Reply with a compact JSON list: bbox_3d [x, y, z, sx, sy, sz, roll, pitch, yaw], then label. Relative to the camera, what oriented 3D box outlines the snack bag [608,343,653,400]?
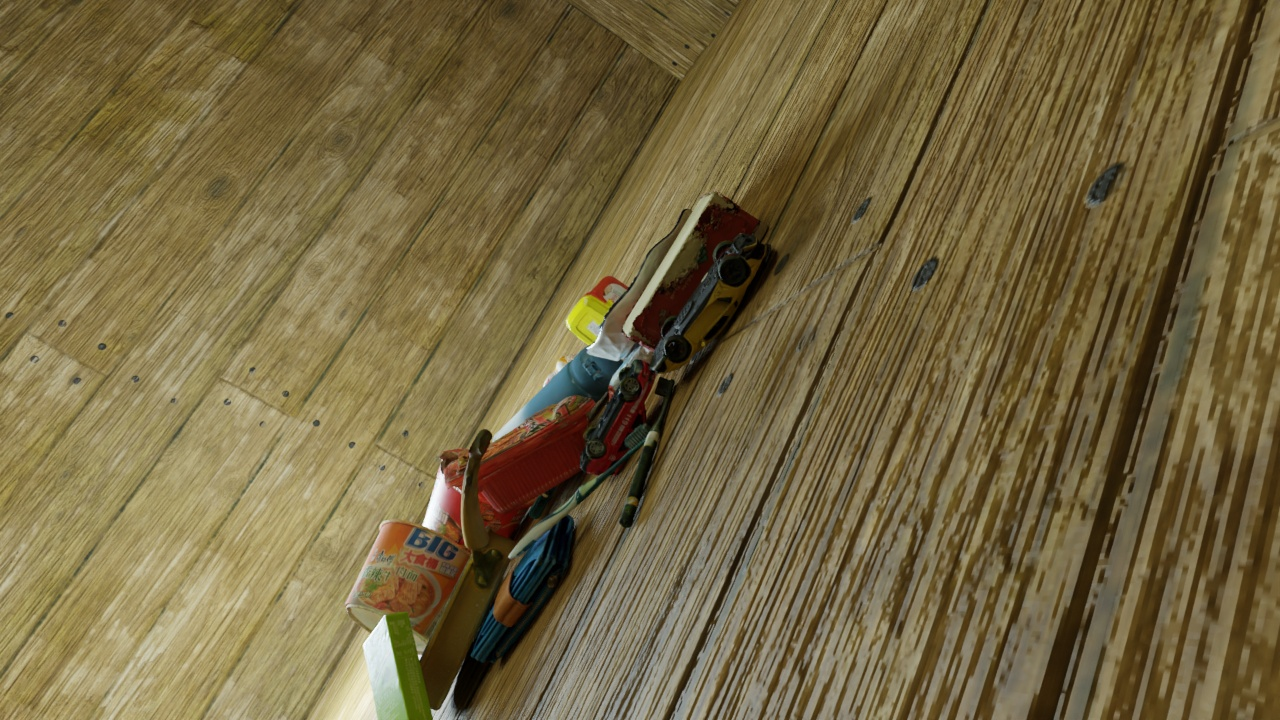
[{"bbox_3d":[-0.006,0.006,1.029,0.105,0.026,0.045,-53,2,22],"label":"snack bag"}]

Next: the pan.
[{"bbox_3d":[-0.178,0.209,0.935,0.197,0.078,0.358,-69,5,-55],"label":"pan"}]

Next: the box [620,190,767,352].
[{"bbox_3d":[0.044,-0.085,0.912,0.168,0.078,0.091,-58,9,3],"label":"box"}]

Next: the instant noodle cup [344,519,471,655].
[{"bbox_3d":[-0.277,0.280,1.115,0.152,0.151,0.111,-44,16,55],"label":"instant noodle cup"}]

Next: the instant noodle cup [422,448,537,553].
[{"bbox_3d":[-0.215,0.197,1.199,0.137,0.138,0.109,-95,29,-74],"label":"instant noodle cup"}]

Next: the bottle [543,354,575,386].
[{"bbox_3d":[-0.111,0.047,1.309,0.108,0.063,0.063,-56,10,12],"label":"bottle"}]

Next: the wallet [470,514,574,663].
[{"bbox_3d":[-0.113,0.218,0.887,0.133,0.040,0.106,-56,6,15],"label":"wallet"}]

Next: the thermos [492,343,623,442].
[{"bbox_3d":[-0.106,0.060,1.190,0.221,0.070,0.070,-43,17,31],"label":"thermos"}]

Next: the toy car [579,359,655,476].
[{"bbox_3d":[-0.018,0.056,0.875,0.121,0.045,0.053,-63,10,12],"label":"toy car"}]

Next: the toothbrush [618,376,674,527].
[{"bbox_3d":[0.005,0.074,0.796,0.185,0.017,0.012,-70,3,-51],"label":"toothbrush"}]

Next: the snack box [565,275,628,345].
[{"bbox_3d":[-0.038,-0.059,1.209,0.082,0.091,0.079,-48,7,45],"label":"snack box"}]

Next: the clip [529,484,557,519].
[{"bbox_3d":[-0.118,0.169,1.123,0.056,0.014,0.041,-60,11,-13],"label":"clip"}]

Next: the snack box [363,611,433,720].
[{"bbox_3d":[-0.229,0.330,0.877,0.086,0.026,0.156,-50,52,42],"label":"snack box"}]

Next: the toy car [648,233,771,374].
[{"bbox_3d":[0.060,-0.048,0.827,0.156,0.041,0.071,-54,11,17],"label":"toy car"}]

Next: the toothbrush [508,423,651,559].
[{"bbox_3d":[-0.058,0.122,0.849,0.192,0.018,0.016,-42,7,13],"label":"toothbrush"}]

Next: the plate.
[{"bbox_3d":[0.012,-0.081,1.061,0.205,0.045,0.205,-55,0,0],"label":"plate"}]

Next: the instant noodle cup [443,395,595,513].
[{"bbox_3d":[-0.132,0.111,1.048,0.188,0.079,0.164,-29,5,-10],"label":"instant noodle cup"}]

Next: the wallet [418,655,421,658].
[{"bbox_3d":[-0.263,0.359,1.209,0.132,0.031,0.107,-51,10,39],"label":"wallet"}]

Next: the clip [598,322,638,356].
[{"bbox_3d":[-0.028,-0.029,1.155,0.024,0.057,0.028,-48,5,-31],"label":"clip"}]
